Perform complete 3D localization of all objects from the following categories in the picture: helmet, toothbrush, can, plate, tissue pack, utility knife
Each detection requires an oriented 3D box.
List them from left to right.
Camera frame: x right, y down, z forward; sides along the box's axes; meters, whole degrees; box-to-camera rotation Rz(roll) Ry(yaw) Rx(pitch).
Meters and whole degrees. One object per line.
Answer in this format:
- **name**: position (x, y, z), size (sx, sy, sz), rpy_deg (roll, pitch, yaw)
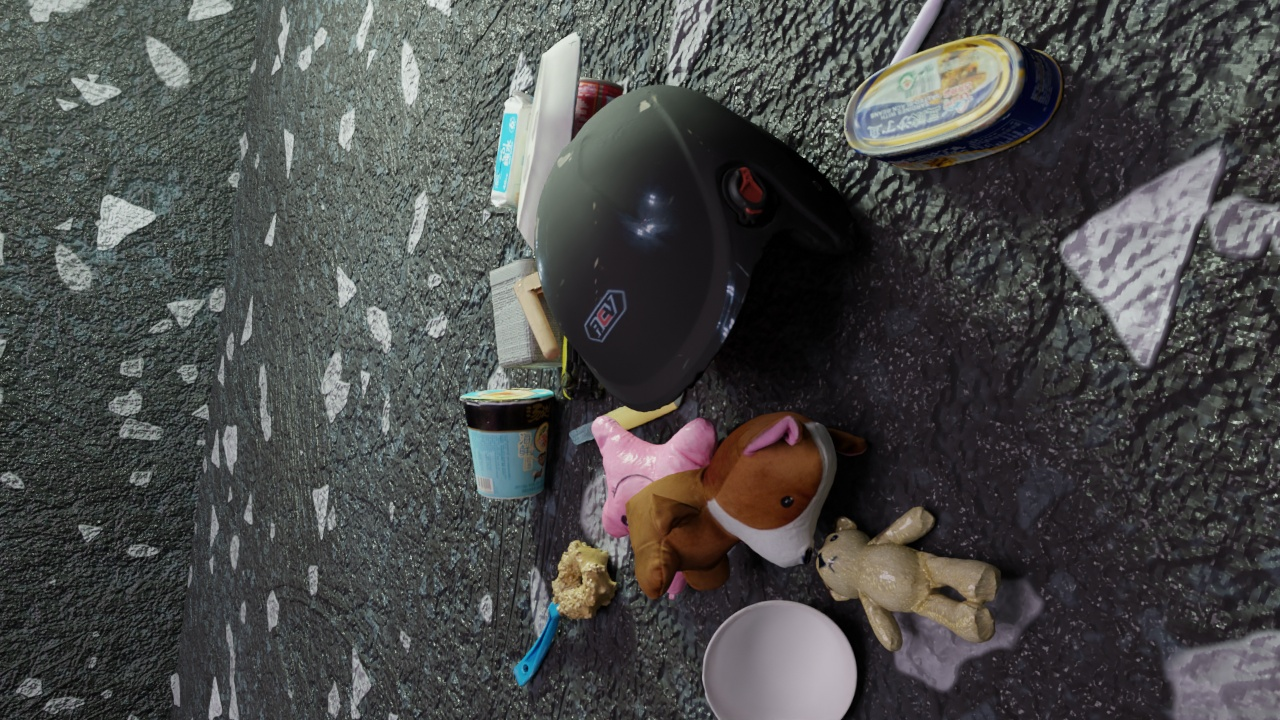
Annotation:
- **tissue pack**: position (-0.121, -0.238, 1.079), size (0.063, 0.089, 0.140), rpy_deg (27, 109, 55)
- **plate**: position (-0.096, -0.212, 0.926), size (0.266, 0.034, 0.161), rpy_deg (126, 149, -69)
- **can**: position (-0.054, -0.257, 1.008), size (0.067, 0.066, 0.094), rpy_deg (15, 99, 53)
- **utility knife**: position (-0.020, 0.060, 0.973), size (0.208, 0.021, 0.031), rpy_deg (-23, 65, 43)
- **helmet**: position (0.022, -0.094, 0.757), size (0.234, 0.230, 0.273), rpy_deg (-46, 13, 41)
- **toothbrush**: position (0.210, -0.248, 0.690), size (0.190, 0.029, 0.021), rpy_deg (-63, 2, 31)
- **can**: position (0.216, -0.180, 0.649), size (0.148, 0.049, 0.074), rpy_deg (-3, 85, 53)

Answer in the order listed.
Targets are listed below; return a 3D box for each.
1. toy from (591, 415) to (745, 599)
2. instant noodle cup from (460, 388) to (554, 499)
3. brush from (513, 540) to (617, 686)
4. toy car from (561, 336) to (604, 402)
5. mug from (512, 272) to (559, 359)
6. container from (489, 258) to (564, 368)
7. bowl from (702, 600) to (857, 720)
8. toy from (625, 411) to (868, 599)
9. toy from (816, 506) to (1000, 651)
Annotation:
- **toy**: position (0.030, 0.138, 0.853), size (0.195, 0.074, 0.178), rpy_deg (0, 101, 43)
- **instant noodle cup**: position (-0.155, 0.099, 1.094), size (0.111, 0.111, 0.120), rpy_deg (6, 101, 54)
- **brush**: position (-0.094, 0.296, 1.043), size (0.083, 0.045, 0.255), rpy_deg (58, 135, 34)
- **toy car**: position (-0.064, -0.007, 1.017), size (0.032, 0.048, 0.105), rpy_deg (179, 94, -65)
- **mug**: position (-0.062, -0.065, 0.964), size (0.084, 0.124, 0.103), rpy_deg (68, 176, -57)
- **container**: position (-0.116, -0.050, 1.058), size (0.090, 0.090, 0.114), rpy_deg (-11, 81, 53)
- **bowl**: position (0.108, 0.238, 0.733), size (0.064, 0.118, 0.118), rpy_deg (-57, -24, -83)
- **toy**: position (0.080, 0.114, 0.717), size (0.200, 0.140, 0.130), rpy_deg (-44, 63, 21)
- **toy**: position (0.185, 0.155, 0.646), size (0.157, 0.066, 0.105), rpy_deg (3, 84, 60)
